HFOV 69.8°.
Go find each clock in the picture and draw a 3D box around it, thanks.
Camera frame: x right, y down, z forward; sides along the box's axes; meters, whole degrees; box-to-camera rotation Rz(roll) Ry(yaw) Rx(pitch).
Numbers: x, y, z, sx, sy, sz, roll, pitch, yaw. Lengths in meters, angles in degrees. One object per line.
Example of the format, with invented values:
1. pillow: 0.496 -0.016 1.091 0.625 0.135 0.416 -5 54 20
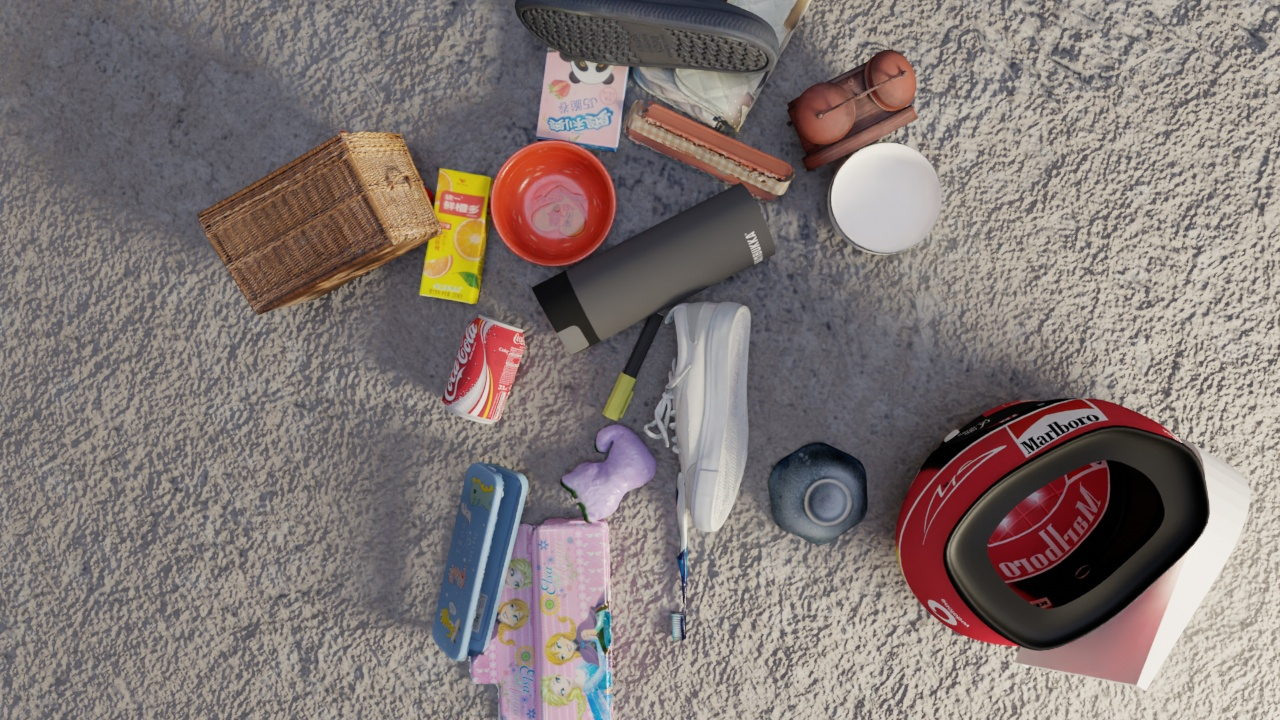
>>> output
1. clock: 0.207 -0.246 0.902 0.120 0.157 0.072 -26 97 2

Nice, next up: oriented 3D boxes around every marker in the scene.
1. marker: -0.006 0.006 0.985 0.021 0.017 0.124 24 91 -33

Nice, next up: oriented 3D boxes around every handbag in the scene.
1. handbag: 0.086 -0.347 0.941 0.139 0.072 0.195 28 93 0

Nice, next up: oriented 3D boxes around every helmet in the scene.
1. helmet: 0.374 0.145 0.879 0.271 0.224 0.197 -44 89 15

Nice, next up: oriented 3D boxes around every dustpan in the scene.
1. dustpan: 0.488 0.200 0.894 0.053 0.192 0.257 31 75 -1

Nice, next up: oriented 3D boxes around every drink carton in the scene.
1. drink carton: -0.192 -0.130 0.970 0.058 0.043 0.134 9 93 -2

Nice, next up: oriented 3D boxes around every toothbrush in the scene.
1. toothbrush: 0.042 0.211 0.994 0.017 0.016 0.189 1 93 11

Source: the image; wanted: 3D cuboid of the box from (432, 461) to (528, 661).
1. box: -0.179 0.211 0.962 0.068 0.058 0.210 16 96 18

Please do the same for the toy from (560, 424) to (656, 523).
1. toy: -0.036 0.118 0.980 0.099 0.036 0.080 -35 79 -5

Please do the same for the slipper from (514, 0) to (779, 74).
1. slipper: 0.006 -0.335 0.867 0.268 0.110 0.083 14 86 18

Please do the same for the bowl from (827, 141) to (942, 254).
1. bowl: 0.247 -0.165 0.951 0.113 0.063 0.113 0 92 0

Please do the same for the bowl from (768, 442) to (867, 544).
1. bowl: 0.192 0.145 0.969 0.110 0.055 0.110 0 93 0

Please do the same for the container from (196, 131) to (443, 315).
1. container: -0.313 -0.137 0.913 0.199 0.113 0.113 -23 96 19

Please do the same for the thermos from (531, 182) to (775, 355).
1. thermos: 0.013 -0.092 0.948 0.240 0.082 0.082 -26 92 2

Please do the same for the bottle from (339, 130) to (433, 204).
1. bottle: -0.274 -0.199 0.970 0.119 0.036 0.036 40 92 0

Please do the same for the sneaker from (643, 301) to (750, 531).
1. sneaker: 0.059 0.056 0.958 0.091 0.089 0.242 8 102 26

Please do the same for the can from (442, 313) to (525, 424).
1. can: -0.163 0.009 0.963 0.064 0.064 0.105 19 92 0

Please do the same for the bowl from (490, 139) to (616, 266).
1. bowl: -0.090 -0.163 0.964 0.130 0.045 0.130 0 92 1

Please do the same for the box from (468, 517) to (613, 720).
1. box: -0.110 0.286 0.990 0.159 0.035 0.230 -2 91 0

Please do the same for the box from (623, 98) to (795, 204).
1. box: 0.070 -0.219 0.970 0.188 0.064 0.056 27 56 2

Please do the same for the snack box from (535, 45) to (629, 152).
1. snack box: -0.056 -0.301 0.964 0.088 0.033 0.154 8 92 0
